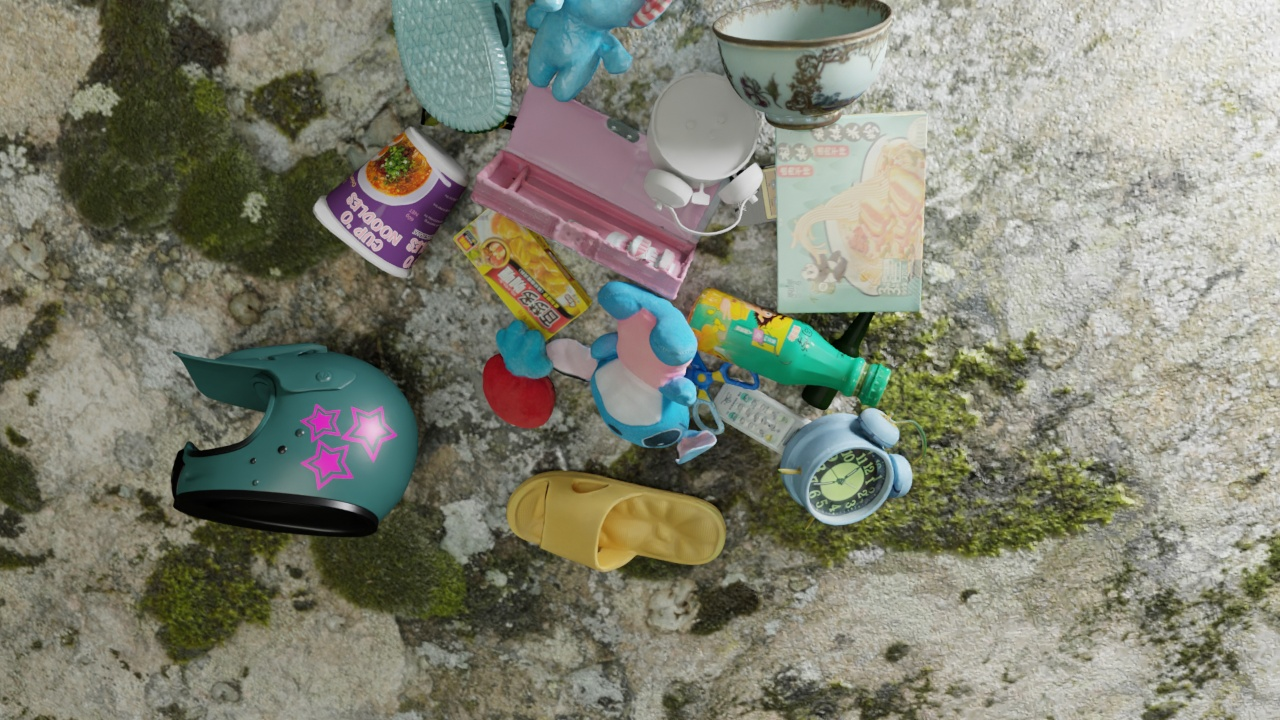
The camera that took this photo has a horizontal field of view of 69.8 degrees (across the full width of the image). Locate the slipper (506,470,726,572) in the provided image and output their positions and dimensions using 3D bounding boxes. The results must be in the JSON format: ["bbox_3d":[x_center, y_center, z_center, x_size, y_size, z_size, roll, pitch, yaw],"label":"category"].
[{"bbox_3d":[-0.033,0.192,1.063,0.263,0.078,0.099,7,107,7],"label":"slipper"}]

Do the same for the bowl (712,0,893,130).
[{"bbox_3d":[0.150,-0.270,0.846,0.160,0.159,0.094,-1,124,10],"label":"bowl"}]

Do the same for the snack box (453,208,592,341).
[{"bbox_3d":[-0.128,-0.098,1.009,0.075,0.025,0.152,-35,99,19],"label":"snack box"}]

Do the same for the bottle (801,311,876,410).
[{"bbox_3d":[0.215,-0.005,0.979,0.033,0.033,0.123,27,110,0],"label":"bottle"}]

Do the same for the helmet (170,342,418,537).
[{"bbox_3d":[-0.386,0.078,1.022,0.274,0.199,0.177,6,154,-7],"label":"helmet"}]

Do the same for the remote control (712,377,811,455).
[{"bbox_3d":[0.144,0.068,1.020,0.133,0.022,0.050,30,110,-1],"label":"remote control"}]

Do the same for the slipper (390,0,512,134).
[{"bbox_3d":[-0.193,-0.364,0.910,0.116,0.069,0.276,-8,108,14],"label":"slipper"}]

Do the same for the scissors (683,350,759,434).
[{"bbox_3d":[0.069,0.027,1.011,0.125,0.016,0.123,15,101,24],"label":"scissors"}]

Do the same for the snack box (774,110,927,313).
[{"bbox_3d":[0.206,-0.145,0.912,0.141,0.044,0.194,0,109,10],"label":"snack box"}]

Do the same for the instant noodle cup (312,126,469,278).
[{"bbox_3d":[-0.253,-0.174,0.958,0.122,0.136,0.122,-45,69,10],"label":"instant noodle cup"}]

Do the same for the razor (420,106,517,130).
[{"bbox_3d":[-0.161,-0.256,0.966,0.144,0.021,0.044,13,110,3],"label":"razor"}]

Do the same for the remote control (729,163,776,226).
[{"bbox_3d":[0.161,-0.177,0.940,0.133,0.013,0.058,-9,107,12],"label":"remote control"}]

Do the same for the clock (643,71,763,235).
[{"bbox_3d":[0.061,-0.202,0.895,0.120,0.061,0.159,-6,87,-11],"label":"clock"}]

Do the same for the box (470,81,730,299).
[{"bbox_3d":[-0.038,-0.174,0.923,0.232,0.106,0.116,27,125,-2],"label":"box"}]

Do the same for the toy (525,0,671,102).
[{"bbox_3d":[-0.061,-0.341,0.869,0.183,0.114,0.181,37,107,22],"label":"toy"}]

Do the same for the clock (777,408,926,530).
[{"bbox_3d":[0.229,0.112,0.988,0.162,0.060,0.118,-29,119,2],"label":"clock"}]

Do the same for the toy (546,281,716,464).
[{"bbox_3d":[-0.006,0.006,0.966,0.224,0.098,0.192,36,141,29],"label":"toy"}]

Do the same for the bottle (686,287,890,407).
[{"bbox_3d":[0.152,-0.010,0.950,0.210,0.068,0.068,22,111,13],"label":"bottle"}]

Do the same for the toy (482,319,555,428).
[{"bbox_3d":[-0.133,0.016,1.024,0.092,0.062,0.133,24,121,16],"label":"toy"}]
